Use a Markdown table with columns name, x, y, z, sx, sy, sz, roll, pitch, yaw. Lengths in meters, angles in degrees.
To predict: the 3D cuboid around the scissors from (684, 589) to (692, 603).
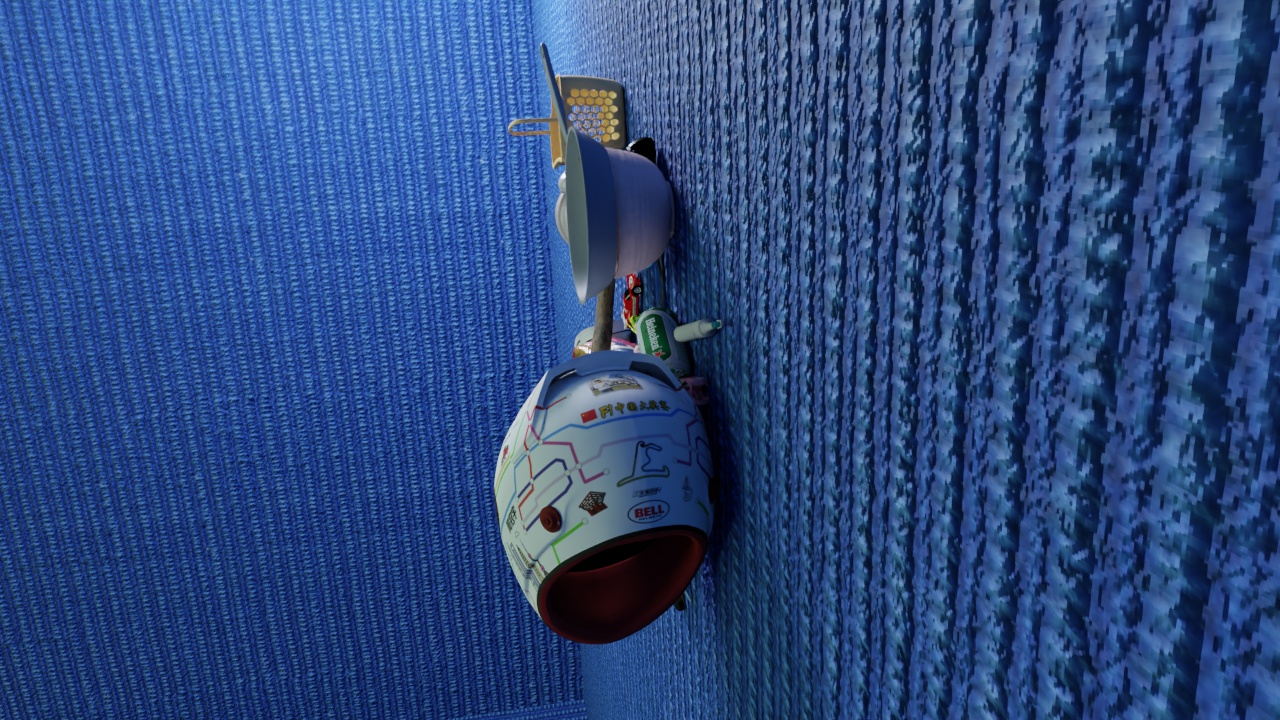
| name | x | y | z | sx | sy | sz | roll | pitch | yaw |
| --- | --- | --- | --- | --- | --- | --- | --- | --- | --- |
| scissors | 0.039 | 0.252 | 1.173 | 0.125 | 0.013 | 0.130 | 62 | 157 | 9 |

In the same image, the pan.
| name | x | y | z | sx | sy | sz | roll | pitch | yaw |
| --- | --- | --- | --- | --- | --- | --- | --- | --- | --- |
| pan | -0.076 | -0.235 | 1.081 | 0.201 | 0.050 | 0.356 | 106 | 157 | -64 |

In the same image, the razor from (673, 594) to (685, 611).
| name | x | y | z | sx | sy | sz | roll | pitch | yaw |
| --- | --- | --- | --- | --- | --- | --- | --- | --- | --- |
| razor | 0.040 | 0.284 | 1.264 | 0.144 | 0.021 | 0.044 | -109 | 16 | -49 |

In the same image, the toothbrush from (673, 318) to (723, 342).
| name | x | y | z | sx | sy | sz | roll | pitch | yaw |
| --- | --- | --- | --- | --- | --- | --- | --- | --- | --- |
| toothbrush | 0.060 | -0.032 | 0.933 | 0.188 | 0.019 | 0.018 | 171 | 91 | -81 |

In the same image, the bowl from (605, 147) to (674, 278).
| name | x | y | z | sx | sy | sz | roll | pitch | yaw |
| --- | --- | --- | --- | --- | --- | --- | --- | --- | --- |
| bowl | -0.003 | -0.174 | 1.072 | 0.153 | 0.076 | 0.153 | 173 | 91 | -80 |

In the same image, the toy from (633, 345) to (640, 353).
| name | x | y | z | sx | sy | sz | roll | pitch | yaw |
| --- | --- | --- | --- | --- | --- | --- | --- | --- | --- |
| toy | 0.016 | 0.035 | 1.106 | 0.109 | 0.041 | 0.096 | 58 | 159 | 20 |

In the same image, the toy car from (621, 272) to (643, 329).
| name | x | y | z | sx | sy | sz | roll | pitch | yaw |
| --- | --- | --- | --- | --- | --- | --- | --- | --- | --- |
| toy car | -0.013 | -0.091 | 1.345 | 0.038 | 0.025 | 0.090 | -105 | 13 | -48 |

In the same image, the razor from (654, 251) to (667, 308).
| name | x | y | z | sx | sy | sz | roll | pitch | yaw |
| --- | --- | --- | --- | --- | --- | --- | --- | --- | --- |
| razor | 0.025 | -0.075 | 1.140 | 0.043 | 0.018 | 0.141 | -50 | -38 | -68 |

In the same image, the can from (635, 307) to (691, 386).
| name | x | y | z | sx | sy | sz | roll | pitch | yaw |
| --- | --- | --- | --- | --- | --- | --- | --- | --- | --- |
| can | 0.026 | -0.014 | 1.056 | 0.053 | 0.053 | 0.101 | 95 | 167 | -49 |

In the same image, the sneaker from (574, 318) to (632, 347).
| name | x | y | z | sx | sy | sz | roll | pitch | yaw |
| --- | --- | --- | --- | --- | --- | --- | --- | --- | --- |
| sneaker | -0.054 | 0.020 | 1.508 | 0.246 | 0.091 | 0.097 | 108 | 144 | -62 |

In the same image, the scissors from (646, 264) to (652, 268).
| name | x | y | z | sx | sy | sz | roll | pitch | yaw |
| --- | --- | --- | --- | --- | --- | --- | --- | --- | --- |
| scissors | -0.026 | -0.165 | 1.206 | 0.014 | 0.119 | 0.129 | 28 | -141 | -56 |

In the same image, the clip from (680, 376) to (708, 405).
| name | x | y | z | sx | sy | sz | roll | pitch | yaw |
| --- | --- | --- | --- | --- | --- | --- | --- | --- | --- |
| clip | 0.058 | 0.025 | 0.979 | 0.060 | 0.023 | 0.045 | -111 | 23 | -56 |

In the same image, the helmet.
| name | x | y | z | sx | sy | sz | roll | pitch | yaw |
| --- | --- | --- | --- | --- | --- | --- | --- | --- | --- |
| helmet | -0.043 | 0.137 | 0.997 | 0.315 | 0.230 | 0.235 | 105 | 151 | -48 |

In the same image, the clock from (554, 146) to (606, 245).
| name | x | y | z | sx | sy | sz | roll | pitch | yaw |
| --- | --- | --- | --- | --- | --- | --- | --- | --- | --- |
| clock | -0.057 | -0.219 | 1.279 | 0.059 | 0.116 | 0.158 | -137 | 41 | -61 |

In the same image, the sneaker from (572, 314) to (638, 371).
| name | x | y | z | sx | sy | sz | roll | pitch | yaw |
| --- | --- | --- | --- | --- | --- | --- | --- | --- | --- |
| sneaker | -0.008 | 0.008 | 1.255 | 0.242 | 0.091 | 0.116 | 24 | 126 | 58 |

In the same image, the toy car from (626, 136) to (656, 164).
| name | x | y | z | sx | sy | sz | roll | pitch | yaw |
| --- | --- | --- | --- | --- | --- | --- | --- | --- | --- |
| toy car | 0.001 | -0.233 | 1.131 | 0.036 | 0.042 | 0.092 | 51 | 155 | 26 |

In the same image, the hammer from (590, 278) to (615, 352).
| name | x | y | z | sx | sy | sz | roll | pitch | yaw |
| --- | --- | --- | --- | --- | --- | --- | --- | --- | --- |
| hammer | -0.047 | -0.020 | 1.202 | 0.120 | 0.033 | 0.329 | -17 | 65 | 53 |

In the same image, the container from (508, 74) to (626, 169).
| name | x | y | z | sx | sy | sz | roll | pitch | yaw |
| --- | --- | --- | --- | --- | --- | --- | --- | --- | --- |
| container | -0.116 | -0.361 | 1.388 | 0.183 | 0.167 | 0.129 | -136 | 42 | -78 |
